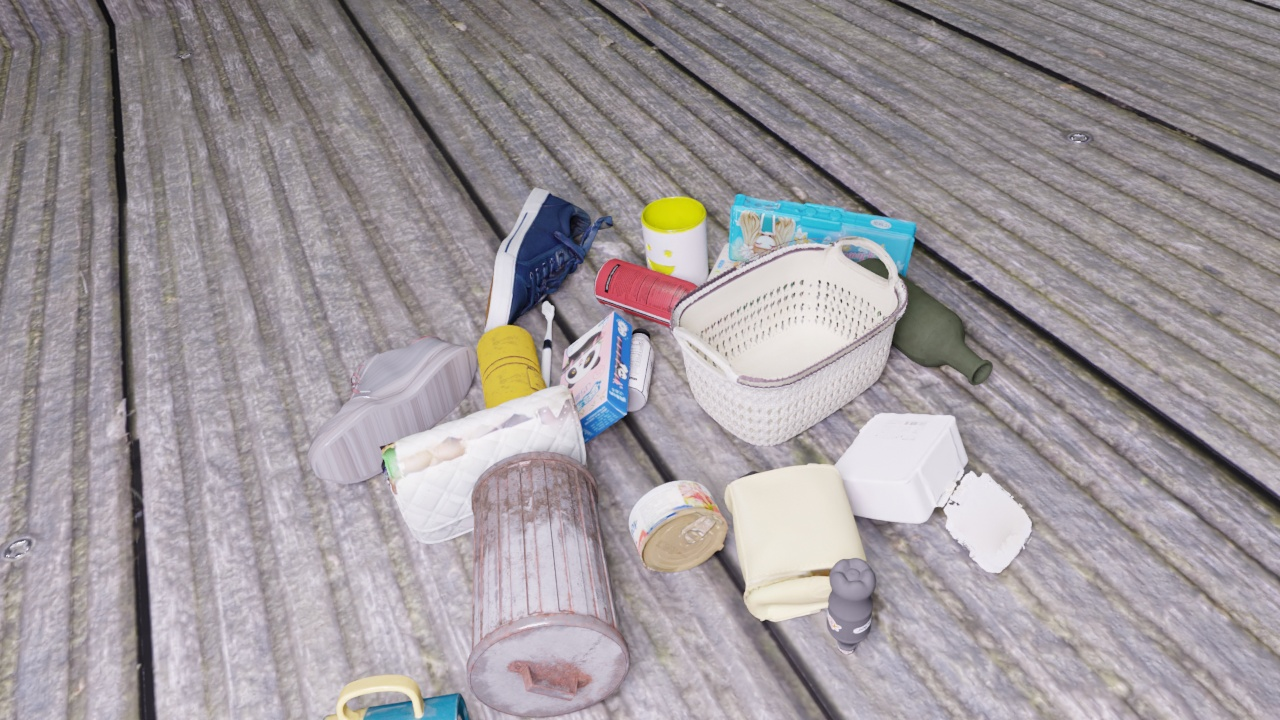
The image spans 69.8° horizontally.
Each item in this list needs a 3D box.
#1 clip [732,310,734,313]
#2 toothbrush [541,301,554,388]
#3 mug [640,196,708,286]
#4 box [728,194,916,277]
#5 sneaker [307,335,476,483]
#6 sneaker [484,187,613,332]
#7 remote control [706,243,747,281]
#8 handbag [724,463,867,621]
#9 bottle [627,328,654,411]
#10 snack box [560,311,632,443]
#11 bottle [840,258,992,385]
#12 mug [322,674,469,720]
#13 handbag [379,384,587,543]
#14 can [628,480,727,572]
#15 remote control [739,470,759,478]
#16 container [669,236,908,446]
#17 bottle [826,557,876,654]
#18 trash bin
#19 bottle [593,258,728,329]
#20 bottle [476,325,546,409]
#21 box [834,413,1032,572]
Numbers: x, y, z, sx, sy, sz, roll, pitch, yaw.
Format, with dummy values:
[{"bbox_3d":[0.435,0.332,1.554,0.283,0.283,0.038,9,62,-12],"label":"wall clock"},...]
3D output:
[{"bbox_3d":[0.099,-0.070,1.156,0.051,0.033,0.013,4,41,12],"label":"clip"},{"bbox_3d":[-0.117,-0.012,1.128,0.012,0.017,0.186,-31,36,21],"label":"toothbrush"},{"bbox_3d":[0.047,-0.146,1.188,0.082,0.106,0.082,-5,41,4],"label":"mug"},{"bbox_3d":[0.226,-0.150,1.160,0.227,0.094,0.039,12,47,14],"label":"box"},{"bbox_3d":[-0.293,0.046,1.031,0.089,0.099,0.235,21,41,28],"label":"sneaker"},{"bbox_3d":[-0.121,-0.127,1.212,0.127,0.121,0.293,18,40,-1],"label":"sneaker"},{"bbox_3d":[0.114,-0.116,1.211,0.038,0.018,0.125,9,44,19],"label":"remote control"},{"bbox_3d":[0.140,0.164,0.824,0.111,0.081,0.119,-14,47,7],"label":"handbag"},{"bbox_3d":[-0.006,0.006,1.071,0.041,0.041,0.115,0,41,9],"label":"bottle"},{"bbox_3d":[-0.053,0.022,1.032,0.088,0.033,0.153,-37,31,28],"label":"snack box"},{"bbox_3d":[0.317,-0.042,1.053,0.071,0.071,0.207,-23,43,-17],"label":"bottle"},{"bbox_3d":[-0.191,0.296,0.712,0.107,0.114,0.083,-9,18,-4],"label":"mug"},{"bbox_3d":[-0.147,0.105,0.908,0.194,0.139,0.072,-20,49,-12],"label":"handbag"},{"bbox_3d":[0.035,0.156,0.858,0.086,0.086,0.043,-16,42,-10],"label":"can"},{"bbox_3d":[0.145,0.160,0.890,0.033,0.015,0.147,-25,44,-19],"label":"remote control"},{"bbox_3d":[0.160,-0.022,1.001,0.251,0.143,0.185,-29,47,-23],"label":"container"},{"bbox_3d":[0.173,0.207,0.758,0.036,0.110,0.036,-4,41,4],"label":"bottle"},{"bbox_3d":[-0.085,0.196,0.799,0.131,0.131,0.210,-10,39,-3],"label":"trash bin"},{"bbox_3d":[0.028,-0.076,1.145,0.177,0.062,0.062,21,48,29],"label":"bottle"},{"bbox_3d":[-0.142,0.035,1.035,0.071,0.071,0.163,-13,41,-6],"label":"bottle"},{"bbox_3d":[0.280,0.117,0.867,0.189,0.101,0.111,21,50,36],"label":"box"}]
